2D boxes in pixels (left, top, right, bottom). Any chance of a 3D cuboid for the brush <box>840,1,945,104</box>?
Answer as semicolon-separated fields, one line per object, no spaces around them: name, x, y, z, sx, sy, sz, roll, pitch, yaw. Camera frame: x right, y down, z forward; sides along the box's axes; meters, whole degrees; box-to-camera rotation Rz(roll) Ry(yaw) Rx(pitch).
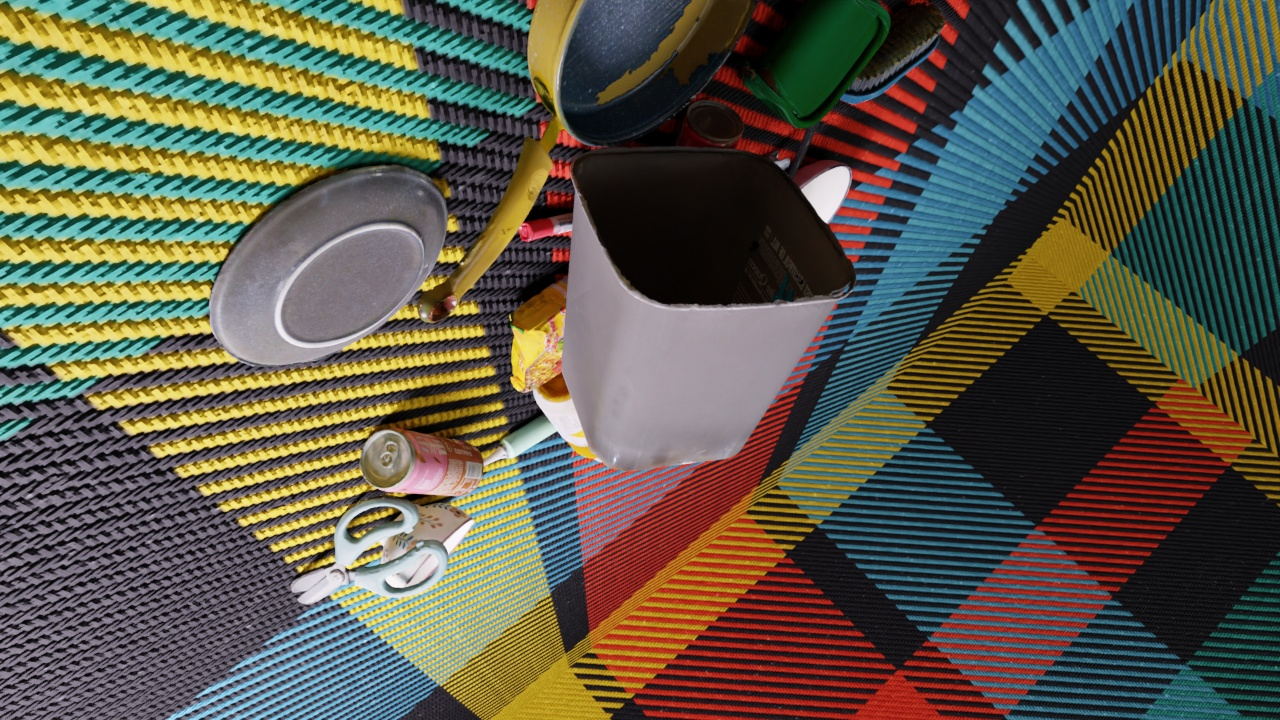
brush;0.258;-0.315;0.965;0.143;0.055;0.074;-39;160;-16

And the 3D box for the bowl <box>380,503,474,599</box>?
bowl;-0.242;0.197;0.998;0.113;0.062;0.113;-50;175;-7

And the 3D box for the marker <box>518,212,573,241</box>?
marker;-0.049;-0.124;0.801;0.144;0.017;0.017;-23;152;-48

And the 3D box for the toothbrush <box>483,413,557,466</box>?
toothbrush;-0.132;0.089;1.067;0.223;0.027;0.026;-31;121;-34

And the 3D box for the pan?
pan;-0.038;-0.172;0.624;0.357;0.078;0.198;-44;161;-2

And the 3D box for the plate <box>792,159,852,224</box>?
plate;0.178;-0.173;1.128;0.192;0.039;0.193;-38;161;-16

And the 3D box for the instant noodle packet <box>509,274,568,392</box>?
instant noodle packet;-0.081;-0.032;0.893;0.110;0.044;0.129;-40;161;-25

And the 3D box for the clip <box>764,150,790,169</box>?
clip;0.137;-0.211;0.996;0.057;0.032;0.025;-26;151;-34

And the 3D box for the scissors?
scissors;-0.288;0.192;0.922;0.180;0.143;0.019;-16;-160;8

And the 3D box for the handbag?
handbag;0.149;-0.281;0.811;0.131;0.068;0.120;-50;153;21

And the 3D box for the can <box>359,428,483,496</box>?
can;-0.207;0.100;0.887;0.058;0.058;0.147;-46;161;4

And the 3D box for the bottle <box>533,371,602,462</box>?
bottle;-0.064;0.063;1.040;0.068;0.068;0.190;-41;150;-9

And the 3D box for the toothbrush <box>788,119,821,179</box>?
toothbrush;0.171;-0.212;1.001;0.015;0.018;0.181;4;113;-46

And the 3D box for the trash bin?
trash bin;0.035;-0.037;0.779;0.198;0.198;0.220;-5;137;-21

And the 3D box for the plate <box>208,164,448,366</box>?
plate;-0.200;-0.055;0.623;0.179;0.024;0.180;-39;160;-17

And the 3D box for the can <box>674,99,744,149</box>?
can;0.050;-0.171;0.847;0.053;0.053;0.133;-32;157;-33
